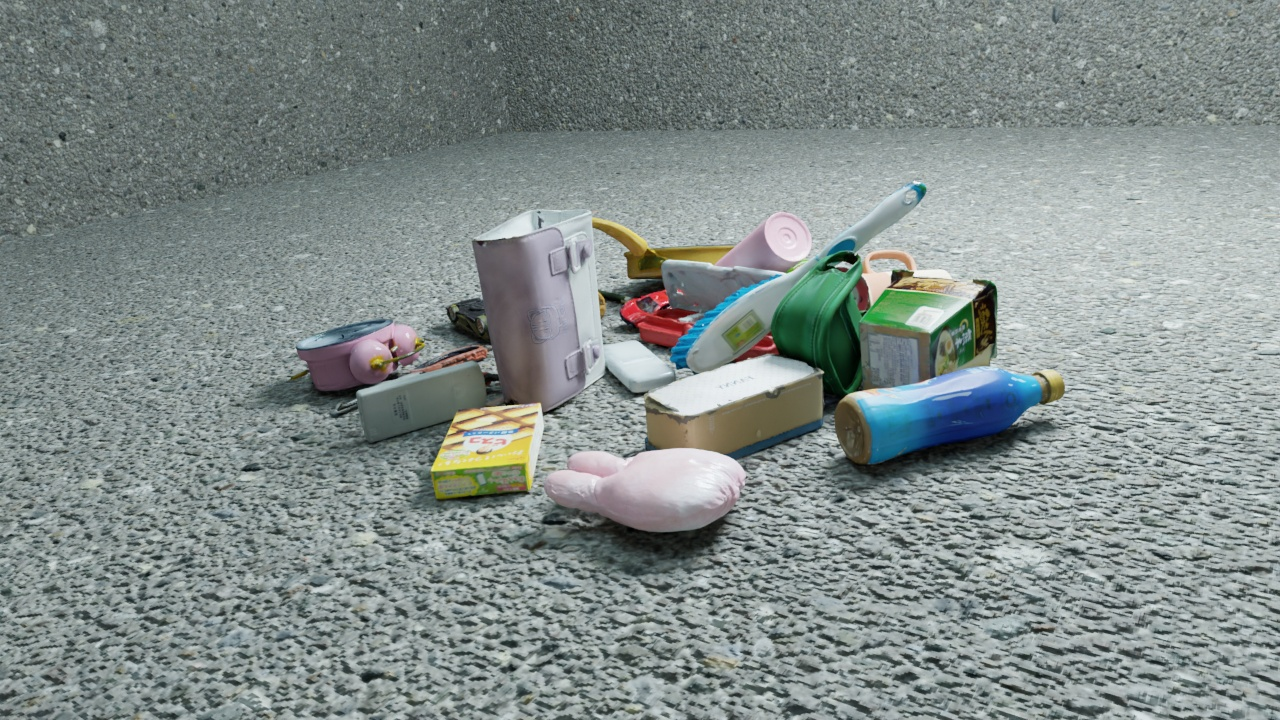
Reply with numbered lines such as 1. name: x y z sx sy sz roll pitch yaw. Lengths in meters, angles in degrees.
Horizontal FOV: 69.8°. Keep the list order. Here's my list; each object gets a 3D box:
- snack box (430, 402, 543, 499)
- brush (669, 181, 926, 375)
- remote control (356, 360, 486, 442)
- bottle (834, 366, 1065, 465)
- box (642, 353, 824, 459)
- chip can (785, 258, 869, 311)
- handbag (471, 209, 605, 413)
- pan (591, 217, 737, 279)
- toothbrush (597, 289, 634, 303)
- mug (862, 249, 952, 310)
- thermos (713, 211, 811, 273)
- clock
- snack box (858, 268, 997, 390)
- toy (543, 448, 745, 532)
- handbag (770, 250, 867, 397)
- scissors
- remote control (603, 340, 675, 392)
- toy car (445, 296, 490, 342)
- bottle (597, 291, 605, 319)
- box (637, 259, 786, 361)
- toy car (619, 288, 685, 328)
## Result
1. snack box: -0.142 0.083 0.875 0.087 0.034 0.140 -5 22 2
2. brush: 0.168 -0.086 0.994 0.314 0.060 0.109 -39 6 -3
3. remote control: -0.229 0.042 0.971 0.134 0.056 0.019 -17 23 -27
4. bottle: 0.286 0.043 0.831 0.218 0.065 0.065 -10 21 -15
5. box: 0.085 0.048 0.876 0.184 0.062 0.090 -18 23 -25
6. chip can: 0.210 -0.092 1.149 0.072 0.072 0.236 -7 11 -6
7. handbag: -0.105 -0.056 1.003 0.099 0.197 0.144 6 24 27
8. pan: 0.025 -0.156 1.280 0.198 0.078 0.356 -1 4 38
9. toothbrush: -0.021 -0.089 1.336 0.017 0.012 0.186 -15 22 -39
10. mug: 0.308 -0.079 1.097 0.106 0.114 0.082 -5 -24 -5
11. thermos: 0.132 -0.110 1.166 0.087 0.067 0.199 -52 8 -30
12. clock: -0.332 -0.008 1.103 0.159 0.060 0.117 -6 16 24
13. snack box: 0.284 -0.019 0.931 0.118 0.118 0.105 12 31 42
14. toy: 0.005 0.102 0.756 0.160 0.054 0.121 4 15 21
15. handbag: 0.199 -0.034 0.945 0.068 0.131 0.120 21 68 40
16. scissors: -0.261 0.019 1.095 0.223 0.015 0.188 -5 19 11
17. remote control: -0.006 0.006 1.064 0.055 0.020 0.136 -11 21 -18
18. toy car: -0.210 -0.058 1.255 0.070 0.042 0.158 -18 25 -31
19. bottle: -0.102 -0.094 1.304 0.057 0.057 0.175 -12 21 -18
20. box: 0.092 -0.067 1.121 0.202 0.102 0.095 12 26 40
21. toy car: 0.022 -0.071 1.233 0.106 0.031 0.049 -18 43 -27
